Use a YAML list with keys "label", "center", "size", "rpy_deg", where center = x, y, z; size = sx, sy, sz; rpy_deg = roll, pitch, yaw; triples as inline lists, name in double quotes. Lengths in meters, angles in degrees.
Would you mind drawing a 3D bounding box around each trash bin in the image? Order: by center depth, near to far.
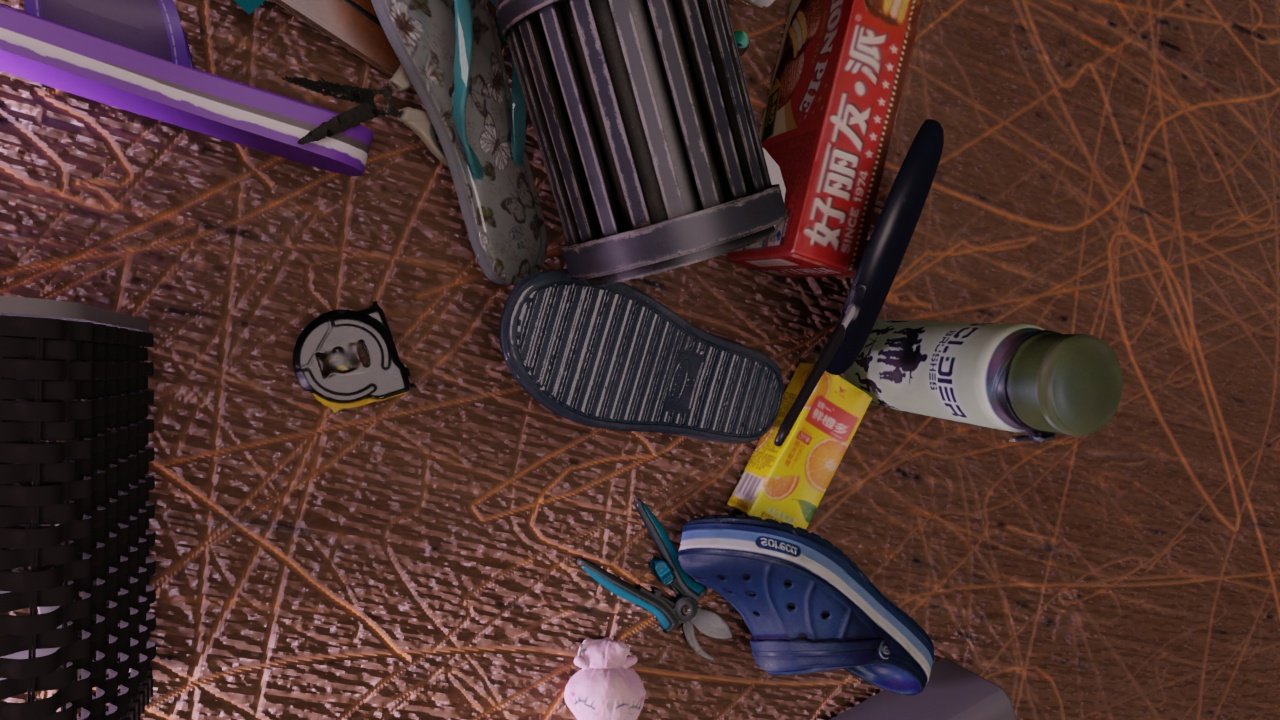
- label: "trash bin"
  center: [-0.006, -0.171, 0.549]
  size: [0.164, 0.164, 0.227]
  rpy_deg: [-19, 101, -17]
- label: "trash bin"
  center: [0.215, 0.389, 0.771]
  size: [0.219, 0.098, 0.192]
  rpy_deg: [-20, 100, -18]

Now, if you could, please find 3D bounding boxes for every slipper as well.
- label: "slipper"
  center: [-0.292, -0.195, 0.558]
  size: [0.266, 0.107, 0.084]
  rpy_deg: [15, 90, -25]
- label: "slipper"
  center: [-0.103, -0.181, 0.616]
  size: [0.098, 0.055, 0.269]
  rpy_deg: [-49, 130, -49]
- label: "slipper"
  center: [-0.004, 0.004, 0.687]
  size: [0.263, 0.083, 0.101]
  rpy_deg: [19, 88, -38]
- label: "slipper"
  center: [0.136, 0.208, 0.721]
  size: [0.252, 0.105, 0.095]
  rpy_deg: [36, 63, -20]

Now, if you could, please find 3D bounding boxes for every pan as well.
- label: "pan"
  center: [0.152, -0.042, 0.627]
  size: [0.021, 0.355, 0.199]
  rpy_deg: [23, 128, 15]

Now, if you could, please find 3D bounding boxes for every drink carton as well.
- label: "drink carton"
  center: [0.130, 0.073, 0.750]
  size: [0.058, 0.043, 0.134]
  rpy_deg: [30, 85, -21]

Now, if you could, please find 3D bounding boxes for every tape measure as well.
- label: "tape measure"
  center: [-0.202, -0.001, 0.634]
  size: [0.072, 0.042, 0.071]
  rpy_deg: [-21, 103, -14]

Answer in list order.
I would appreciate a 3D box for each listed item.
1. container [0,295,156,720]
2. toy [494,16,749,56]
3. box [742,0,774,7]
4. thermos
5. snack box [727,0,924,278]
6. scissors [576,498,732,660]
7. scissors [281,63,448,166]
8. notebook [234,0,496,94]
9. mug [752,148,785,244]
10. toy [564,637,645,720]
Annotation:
- label: "container"
  center: [-0.396, 0.089, 0.471]
  size: [0.247, 0.246, 0.243]
  rpy_deg: [4, 89, -19]
- label: "toy"
  center: [-0.009, -0.258, 0.661]
  size: [0.193, 0.072, 0.131]
  rpy_deg: [-4, 111, -15]
- label: "box"
  center: [0.114, -0.335, 0.686]
  size: [0.128, 0.108, 0.137]
  rpy_deg: [-17, 129, -37]
- label: "thermos"
  center: [0.245, 0.013, 0.684]
  size: [0.082, 0.232, 0.082]
  rpy_deg: [-1, 94, -20]
- label: "snack box"
  center: [0.140, -0.184, 0.699]
  size: [0.060, 0.113, 0.236]
  rpy_deg: [14, 89, -18]
- label: "scissors"
  center: [0.012, 0.177, 0.729]
  size: [0.124, 0.019, 0.156]
  rpy_deg: [-7, 95, -17]
- label: "scissors"
  center: [-0.153, -0.168, 0.602]
  size: [0.162, 0.013, 0.157]
  rpy_deg: [48, 51, -43]
- label: "notebook"
  center: [-0.200, -0.296, 0.606]
  size: [0.249, 0.014, 0.178]
  rpy_deg: [29, 84, -28]
- label: "mug"
  center: [0.049, -0.134, 0.683]
  size: [0.073, 0.090, 0.105]
  rpy_deg: [-21, 100, -16]
- label: "toy"
  center: [-0.027, 0.272, 0.708]
  size: [0.063, 0.047, 0.110]
  rpy_deg: [-2, 97, -10]
